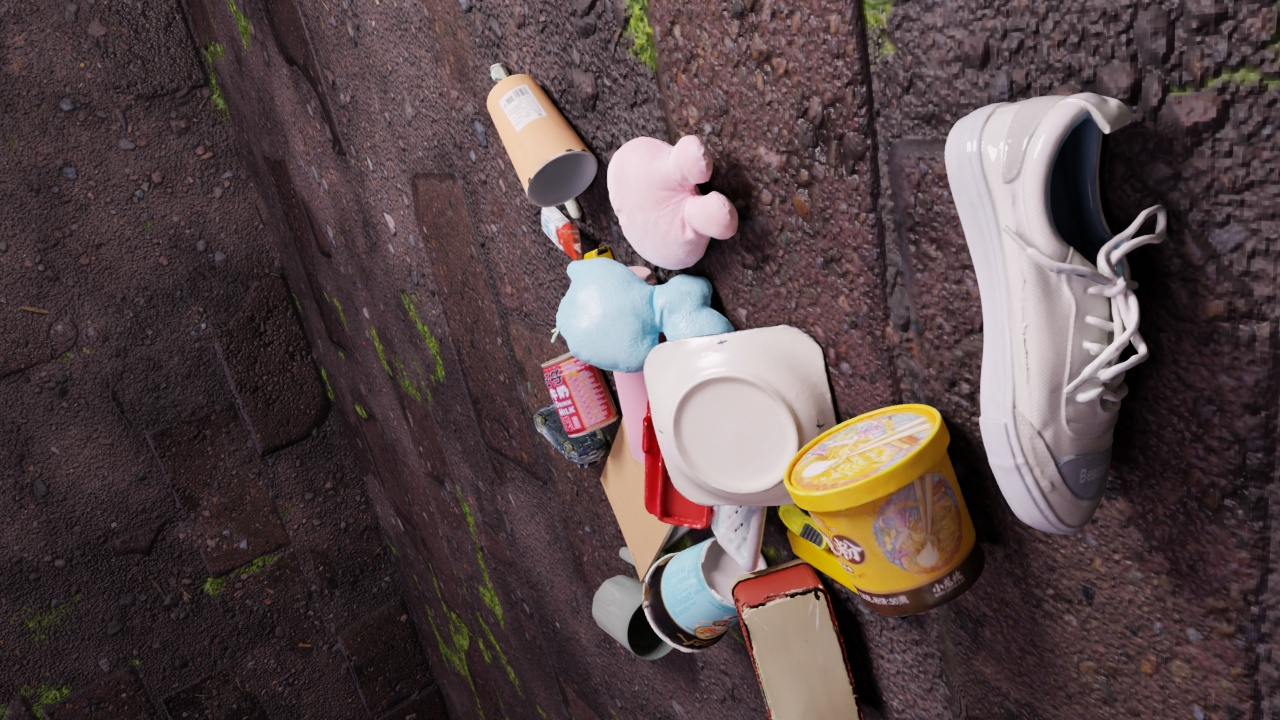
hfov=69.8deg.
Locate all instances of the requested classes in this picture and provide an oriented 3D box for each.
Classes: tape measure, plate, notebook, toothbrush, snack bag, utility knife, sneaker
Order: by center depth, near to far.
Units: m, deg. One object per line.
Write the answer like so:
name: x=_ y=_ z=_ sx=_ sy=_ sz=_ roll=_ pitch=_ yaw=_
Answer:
sneaker: x=0.234 y=-0.022 z=0.488 sx=0.091 sy=0.089 sz=0.242 roll=1 pitch=106 yaw=56
plate: x=0.083 y=0.057 z=0.776 sx=0.164 sy=0.034 sz=0.164 roll=-8 pitch=109 yaw=25
utility knife: x=0.184 y=0.185 z=0.811 sx=0.154 sy=0.015 sz=0.033 roll=25 pitch=126 yaw=53
tape measure: x=-0.048 y=-0.091 z=0.983 sx=0.060 sy=0.028 sz=0.057 roll=-9 pitch=105 yaw=62
toothbrush: x=-0.111 y=-0.236 z=0.991 sx=0.020 sy=0.029 sz=0.189 roll=-30 pitch=85 yaw=22
snack bag: x=-0.089 y=-0.145 z=1.005 sx=0.104 sy=0.026 sz=0.048 roll=-132 pitch=34 yaw=-57
notebook: x=-0.001 y=0.151 z=1.081 sx=0.212 sy=0.012 sz=0.149 roll=110 pitch=142 yaw=-52

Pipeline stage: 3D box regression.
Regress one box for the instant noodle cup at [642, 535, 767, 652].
instant noodle cup: x=0.073 y=0.238 z=0.965 sx=0.111 sy=0.111 sz=0.121 roll=58 pitch=146 yaw=15

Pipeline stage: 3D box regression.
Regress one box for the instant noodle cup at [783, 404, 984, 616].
instant noodle cup: x=0.180 y=0.109 z=0.657 sx=0.119 sy=0.118 sz=0.114 roll=-5 pitch=115 yaw=62

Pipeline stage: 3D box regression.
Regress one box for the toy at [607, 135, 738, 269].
toy: x=0.027 y=-0.136 z=0.785 sx=0.160 sy=0.054 sz=0.121 roll=2 pitch=121 yaw=61

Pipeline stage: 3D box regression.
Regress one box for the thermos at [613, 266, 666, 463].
thermos: x=-0.006 y=0.005 z=0.934 sx=0.087 sy=0.067 sz=0.199 roll=-3 pitch=116 yaw=23

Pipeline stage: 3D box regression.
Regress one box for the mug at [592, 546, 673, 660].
mug: x=-0.003 y=0.312 z=1.196 sx=0.103 sy=0.083 sz=0.124 roll=9 pitch=93 yaw=60

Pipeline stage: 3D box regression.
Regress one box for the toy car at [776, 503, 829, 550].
toy car: x=0.138 y=0.126 z=0.828 sx=0.105 sy=0.032 sz=0.048 roll=50 pitch=150 yaw=31

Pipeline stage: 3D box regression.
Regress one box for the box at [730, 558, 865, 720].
box: x=0.146 y=0.282 z=0.853 sx=0.077 sy=0.091 sz=0.168 roll=-100 pitch=-7 yaw=-76

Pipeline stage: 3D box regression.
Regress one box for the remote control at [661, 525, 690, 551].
remote control: x=0.034 y=0.180 z=1.069 sx=0.056 sy=0.019 sz=0.135 roll=58 pitch=152 yaw=15

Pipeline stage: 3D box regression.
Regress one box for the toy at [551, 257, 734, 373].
toy: x=-0.006 y=-0.037 z=0.835 sx=0.050 sy=0.156 sz=0.161 roll=61 pitch=-175 yaw=-69

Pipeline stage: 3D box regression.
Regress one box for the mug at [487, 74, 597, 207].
mug: x=-0.105 y=-0.227 z=0.931 sx=0.122 sy=0.078 sz=0.078 roll=59 pitch=153 yaw=21

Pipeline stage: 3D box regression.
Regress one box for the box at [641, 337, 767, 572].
box: x=0.069 y=0.086 z=0.871 sx=0.160 sy=0.064 sz=0.201 roll=24 pitch=123 yaw=37

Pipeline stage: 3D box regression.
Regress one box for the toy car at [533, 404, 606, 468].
toy car: x=-0.091 y=0.096 z=1.186 sx=0.120 sy=0.054 sz=0.037 roll=38 pitch=140 yaw=43

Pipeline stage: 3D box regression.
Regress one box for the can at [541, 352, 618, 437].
can: x=-0.073 y=0.037 z=1.091 sx=0.067 sy=0.066 sz=0.094 roll=-12 pitch=102 yaw=62
